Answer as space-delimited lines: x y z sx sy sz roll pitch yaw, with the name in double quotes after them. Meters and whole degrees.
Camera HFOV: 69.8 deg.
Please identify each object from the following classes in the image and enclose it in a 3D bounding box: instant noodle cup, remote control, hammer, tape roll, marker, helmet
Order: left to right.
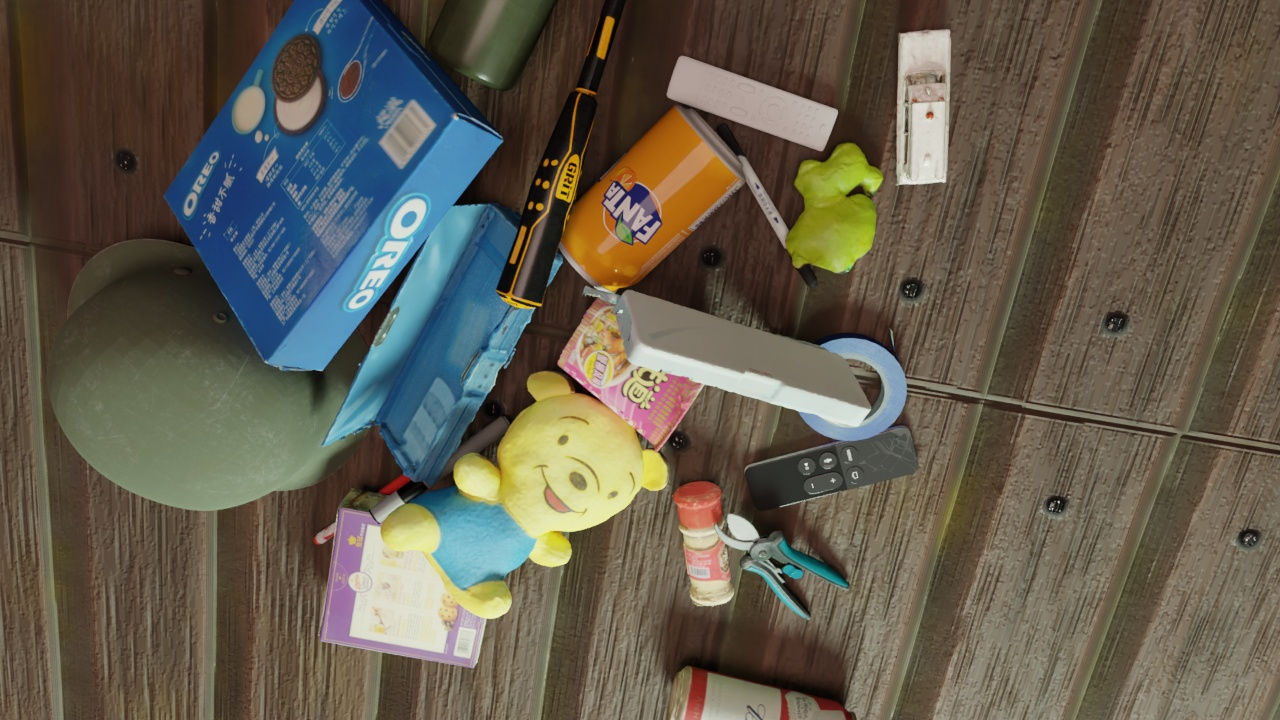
-0.370 0.023 0.747 0.268 0.153 0.227 38 107 -7 "helmet"
-0.249 0.131 0.846 0.142 0.012 0.013 -34 102 14 "marker"
-0.173 0.094 0.799 0.140 0.016 0.016 -36 102 -9 "marker"
-0.038 -0.190 0.660 0.123 0.036 0.321 14 97 -38 "hammer"
-0.004 0.004 0.747 0.108 0.097 0.098 34 107 2 "instant noodle cup"
0.086 -0.199 0.711 0.131 0.012 0.033 19 106 -1 "remote control"
0.103 -0.122 0.735 0.011 0.011 0.152 -30 103 13 "marker"
0.166 0.095 0.800 0.147 0.008 0.045 -16 106 10 "remote control"
0.175 0.022 0.772 0.093 0.016 0.091 -12 106 9 "tape roll"

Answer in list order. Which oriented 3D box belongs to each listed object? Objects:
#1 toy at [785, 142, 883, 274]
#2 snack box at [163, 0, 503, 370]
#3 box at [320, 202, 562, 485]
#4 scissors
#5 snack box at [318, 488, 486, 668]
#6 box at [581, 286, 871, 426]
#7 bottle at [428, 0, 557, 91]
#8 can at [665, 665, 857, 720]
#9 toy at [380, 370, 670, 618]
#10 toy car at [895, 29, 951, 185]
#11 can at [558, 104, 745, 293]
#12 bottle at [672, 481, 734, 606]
0.152 -0.116 0.721 0.094 0.036 0.093 -27 99 3 "toy"
-0.240 -0.142 0.688 0.239 0.056 0.195 -47 66 17 "snack box"
-0.170 -0.016 0.733 0.094 0.102 0.232 46 112 34 "box"
0.128 0.182 0.813 0.153 0.019 0.128 -1 118 -6 "scissors"
-0.209 0.201 0.841 0.148 0.040 0.143 13 109 -6 "snack box"
0.064 -0.012 0.676 0.197 0.136 0.049 17 106 -25 "box"
-0.080 -0.303 0.662 0.071 0.071 0.207 29 108 -5 "bottle"
0.111 0.335 0.851 0.170 0.067 0.067 14 108 0 "can"
-0.095 0.109 0.770 0.214 0.084 0.149 -40 119 -7 "toy"
0.214 -0.189 0.689 0.039 0.039 0.113 -2 107 6 "toy car"
0.007 -0.122 0.708 0.143 0.079 0.079 -42 100 15 "can"
0.057 0.163 0.814 0.044 0.044 0.109 -7 107 7 "bottle"
